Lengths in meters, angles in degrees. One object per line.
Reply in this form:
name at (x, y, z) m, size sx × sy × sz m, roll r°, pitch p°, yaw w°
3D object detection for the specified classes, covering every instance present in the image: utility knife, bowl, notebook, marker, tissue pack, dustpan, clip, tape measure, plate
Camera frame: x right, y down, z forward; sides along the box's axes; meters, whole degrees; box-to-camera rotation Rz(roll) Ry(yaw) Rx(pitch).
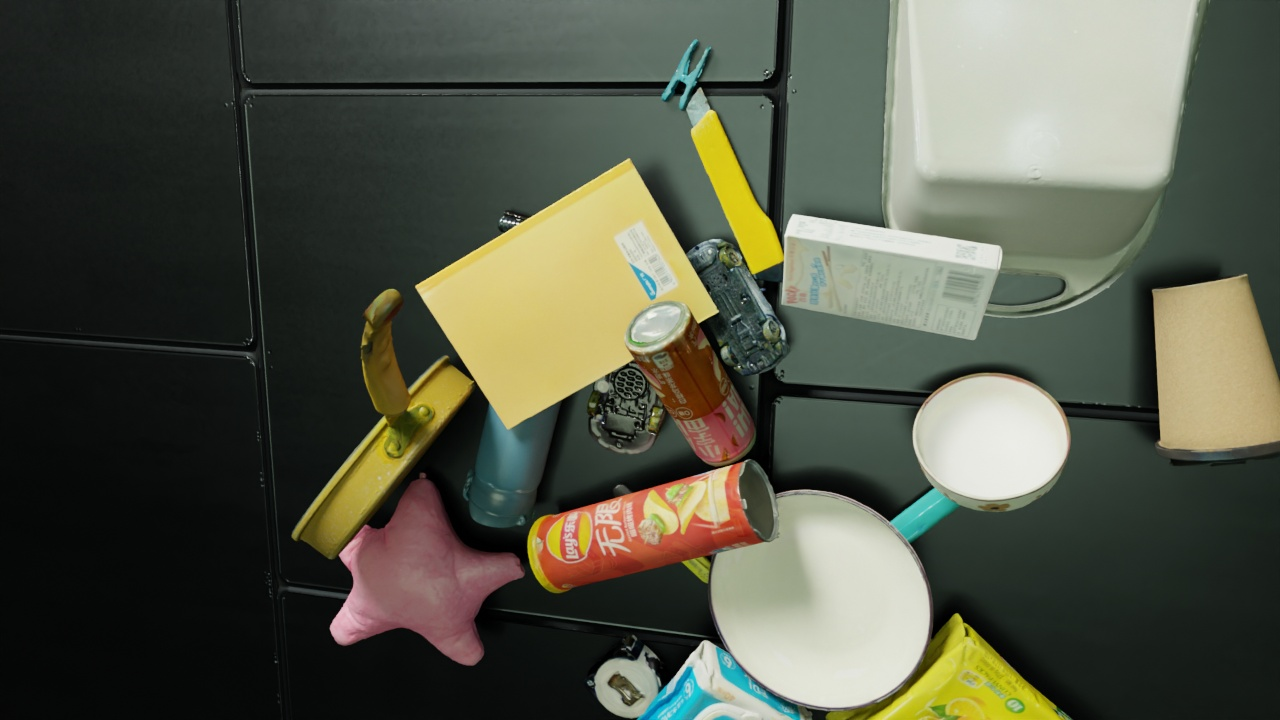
utility knife at (0.079, -0.142, 0.758) m, size 0.033 × 0.015 × 0.173 m, roll -22°, pitch 96°, yaw 18°
bowl at (0.277, 0.073, 0.724) m, size 0.114 × 0.113 × 0.062 m, roll -12°, pitch 141°, yaw 16°
notebook at (-0.060, -0.050, 0.752) m, size 0.206 × 0.010 × 0.146 m, roll -29°, pitch 103°, yaw 9°
marker at (0.022, 0.158, 0.839) m, size 0.124 × 0.015 × 0.018 m, roll 43°, pitch 105°, yaw 3°
marker at (-0.061, -0.108, 0.799) m, size 0.131 × 0.018 × 0.023 m, roll 13°, pitch 123°, yaw 11°
tissue pack at (0.078, 0.322, 0.822) m, size 0.140 × 0.063 × 0.090 m, roll 33°, pitch 105°, yaw -12°
dustpan at (0.294, -0.175, 0.703) m, size 0.223 × 0.143 × 0.257 m, roll 6°, pitch 74°, yaw 12°
clip at (0.038, -0.234, 0.750) m, size 0.046 × 0.014 × 0.057 m, roll 32°, pitch 107°, yaw 7°
tape measure at (-0.010, 0.302, 0.869) m, size 0.066 × 0.033 × 0.066 m, roll 41°, pitch 109°, yaw 2°
utility knife at (0.245, 0.130, 0.780) m, size 0.160 × 0.013 × 0.029 m, roll -42°, pitch 93°, yaw 17°
plate at (0.155, 0.203, 0.792) m, size 0.193 × 0.039 × 0.192 m, roll 3°, pitch 98°, yaw 23°

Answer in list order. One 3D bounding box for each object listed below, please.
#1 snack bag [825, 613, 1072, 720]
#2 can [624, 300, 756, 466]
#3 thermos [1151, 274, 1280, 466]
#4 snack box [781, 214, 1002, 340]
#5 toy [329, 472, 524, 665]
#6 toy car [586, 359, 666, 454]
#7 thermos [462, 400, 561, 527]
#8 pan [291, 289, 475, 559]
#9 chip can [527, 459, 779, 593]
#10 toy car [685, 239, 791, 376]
snack bag at (0.304, 0.342, 0.784) m, size 0.246 × 0.068 × 0.158 m, roll 41°, pitch 107°, yaw 2°
can at (0.043, 0.020, 0.748) m, size 0.058 × 0.057 × 0.147 m, roll -21°, pitch 127°, yaw 17°
thermos at (0.423, 0.012, 0.676) m, size 0.093 × 0.093 × 0.143 m, roll -11°, pitch 91°, yaw 15°
snack box at (0.190, -0.064, 0.714) m, size 0.157 × 0.026 × 0.085 m, roll 12°, pitch 145°, yaw 15°
toy at (-0.204, 0.197, 0.874) m, size 0.195 × 0.074 × 0.178 m, roll 5°, pitch 93°, yaw 9°
toy car at (-0.005, 0.005, 0.797) m, size 0.070 × 0.042 × 0.158 m, roll 15°, pitch 102°, yaw 10°
thermos at (-0.107, 0.045, 0.819) m, size 0.070 × 0.070 × 0.221 m, roll 19°, pitch 106°, yaw 9°
pan at (-0.199, 0.044, 0.717) m, size 0.078 × 0.197 × 0.358 m, roll 39°, pitch 150°, yaw -6°
chip can at (0.009, 0.145, 0.794) m, size 0.217 × 0.073 × 0.073 m, roll -20°, pitch 97°, yaw 25°
toy car at (0.079, -0.045, 0.767) m, size 0.054 × 0.036 × 0.120 m, roll -32°, pitch 87°, yaw 37°
